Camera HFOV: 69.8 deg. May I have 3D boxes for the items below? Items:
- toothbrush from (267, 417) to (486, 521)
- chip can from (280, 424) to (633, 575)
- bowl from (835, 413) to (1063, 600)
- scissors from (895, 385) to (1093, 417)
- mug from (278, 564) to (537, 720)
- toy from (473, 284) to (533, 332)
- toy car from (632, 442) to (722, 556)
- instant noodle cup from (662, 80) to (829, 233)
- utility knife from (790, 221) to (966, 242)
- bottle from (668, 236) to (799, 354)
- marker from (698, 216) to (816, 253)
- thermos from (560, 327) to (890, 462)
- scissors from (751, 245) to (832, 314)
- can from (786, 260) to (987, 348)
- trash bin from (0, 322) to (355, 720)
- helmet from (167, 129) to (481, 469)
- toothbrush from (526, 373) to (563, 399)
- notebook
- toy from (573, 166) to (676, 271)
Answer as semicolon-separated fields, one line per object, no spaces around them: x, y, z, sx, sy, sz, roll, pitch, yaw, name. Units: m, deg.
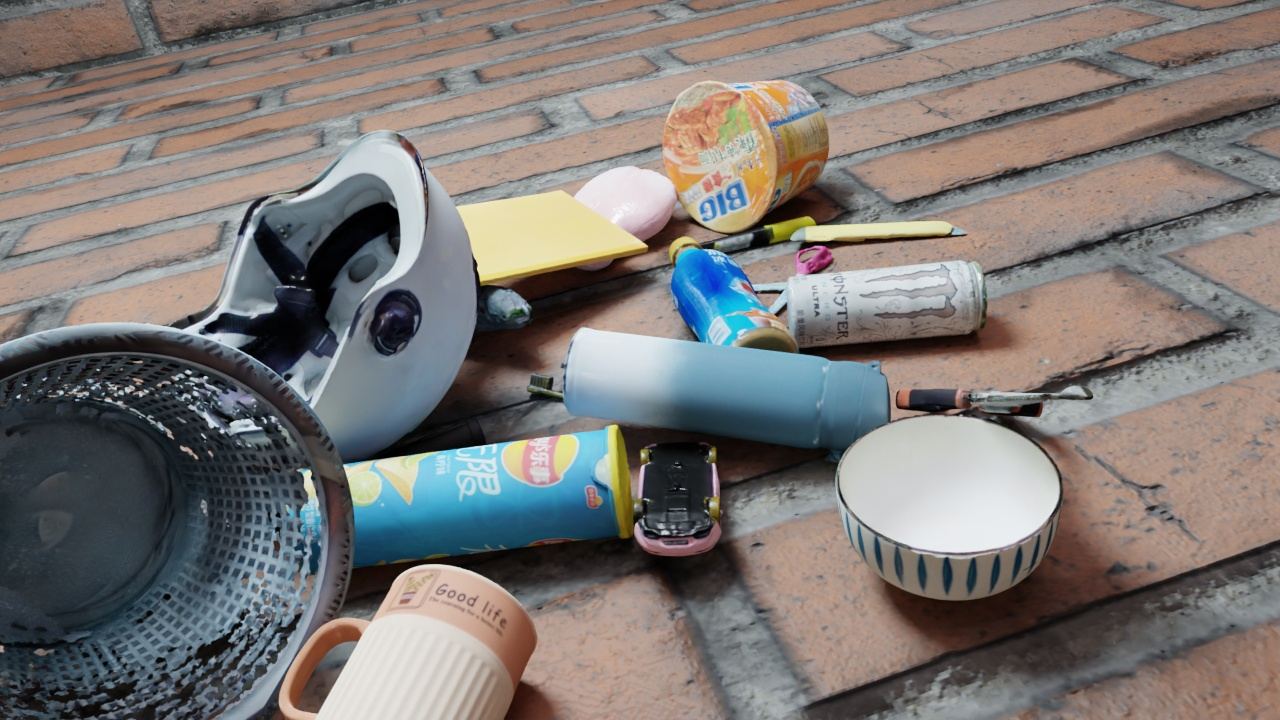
-0.213;0.091;0.653;0.212;0.026;0.027;-22;11;-17;toothbrush
-0.113;0.090;0.583;0.210;0.071;0.071;-8;32;4;chip can
0.169;0.089;0.511;0.116;0.066;0.116;-8;32;5;bowl
0.217;0.024;0.536;0.193;0.015;0.207;7;-4;-34;scissors
-0.123;0.166;0.455;0.115;0.082;0.105;6;37;14;mug
-0.250;-0.059;0.838;0.357;0.091;0.137;0;44;19;toy
0.024;0.088;0.584;0.056;0.037;0.122;-1;21;4;toy car
0.113;-0.218;0.941;0.111;0.151;0.151;-26;35;-38;instant noodle cup
0.225;-0.124;0.875;0.163;0.018;0.030;-5;37;12;utility knife
0.064;-0.046;0.755;0.065;0.065;0.218;-14;31;-6;bottle
0.111;-0.121;0.900;0.124;0.018;0.015;-14;31;-5;marker
0.058;0.023;0.626;0.221;0.070;0.070;8;36;15;thermos
0.145;-0.071;0.818;0.133;0.017;0.135;-1;36;20;scissors
0.190;-0.044;0.720;0.147;0.058;0.058;-5;33;8;can
-0.304;0.096;0.507;0.225;0.226;0.195;-36;22;-35;trash bin
-0.213;-0.028;0.691;0.229;0.146;0.258;27;80;42;helmet
-0.008;0.032;0.696;0.186;0.017;0.012;10;0;28;toothbrush
-0.116;-0.115;0.842;0.205;0.010;0.146;-17;40;-37;notebook
-0.035;-0.145;0.947;0.121;0.054;0.159;18;53;37;toy
